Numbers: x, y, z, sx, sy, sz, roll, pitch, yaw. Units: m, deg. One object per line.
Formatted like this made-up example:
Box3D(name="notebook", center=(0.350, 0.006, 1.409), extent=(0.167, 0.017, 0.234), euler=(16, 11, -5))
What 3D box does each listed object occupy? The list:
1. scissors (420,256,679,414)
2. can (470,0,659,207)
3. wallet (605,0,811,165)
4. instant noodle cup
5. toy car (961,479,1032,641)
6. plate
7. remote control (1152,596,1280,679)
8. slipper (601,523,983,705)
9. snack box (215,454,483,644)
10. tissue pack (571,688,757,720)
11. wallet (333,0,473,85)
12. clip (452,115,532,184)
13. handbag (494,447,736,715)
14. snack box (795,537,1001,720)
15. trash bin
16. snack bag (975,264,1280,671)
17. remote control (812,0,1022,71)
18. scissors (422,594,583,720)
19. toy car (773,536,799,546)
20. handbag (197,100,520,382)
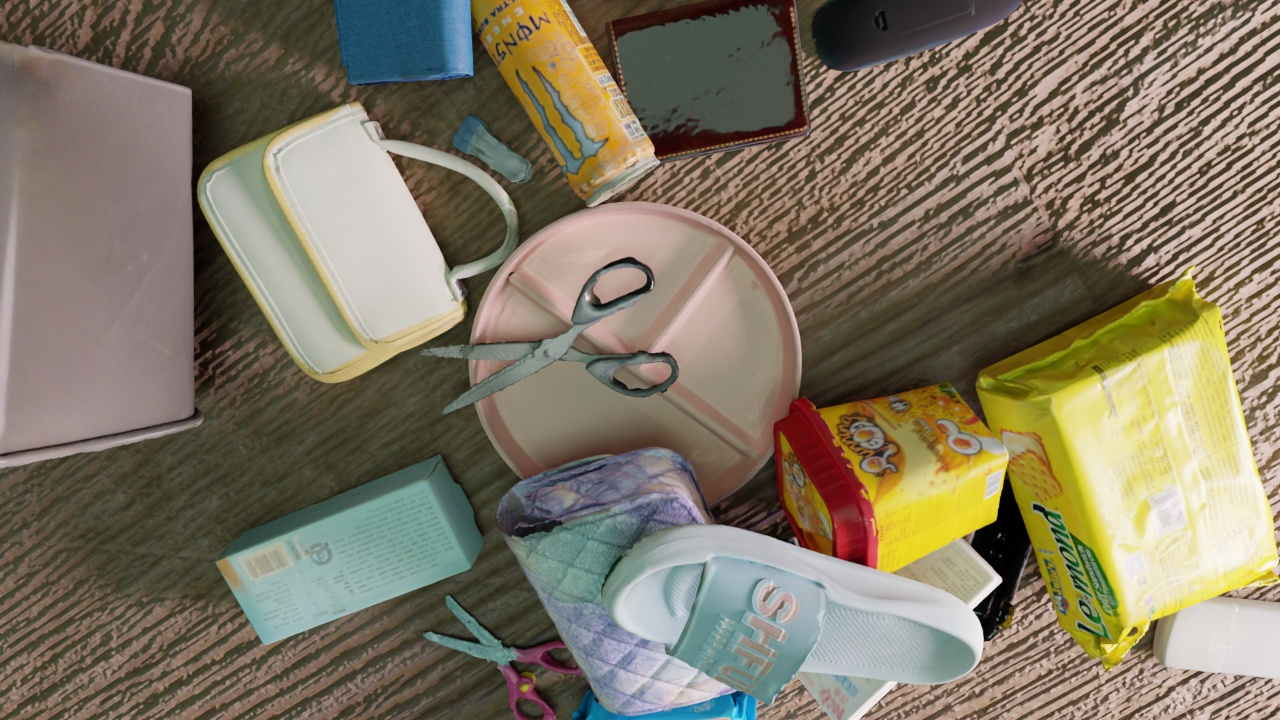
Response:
Box3D(name="scissors", center=(-0.055, -0.008, 0.619), extent=(0.159, 0.014, 0.174), euler=(30, 105, -5))
Box3D(name="can", center=(-0.049, -0.172, 0.572), extent=(0.058, 0.058, 0.146), euler=(-31, 96, 8))
Box3D(name="wallet", center=(0.045, -0.182, 0.596), extent=(0.122, 0.020, 0.096), euler=(-11, 110, 2))
Box3D(name="instant noodle cup", center=(0.165, 0.079, 0.612), extent=(0.123, 0.116, 0.116), euler=(-18, 133, -7))
Box3D(name="toy car", center=(0.253, 0.146, 0.673), extent=(0.056, 0.037, 0.122), euler=(19, 92, -10))
Box3D(name="plate", center=(-0.004, 0.004, 0.641), extent=(0.229, 0.028, 0.230), euler=(0, 105, 0))
Box3D(name="remote control", center=(0.467, 0.209, 0.693), extent=(0.150, 0.021, 0.058), euler=(6, 105, -1))
Box3D(name="slipper", center=(0.093, 0.167, 0.555), extent=(0.245, 0.074, 0.104), euler=(14, 134, -10))
Box3D(name="snack box", center=(-0.209, 0.138, 0.667), extent=(0.175, 0.051, 0.074), euler=(-21, 105, 7))
Box3D(name="tissue pack", center=(0.021, 0.295, 0.700), extent=(0.140, 0.063, 0.090), euler=(-5, 105, 2))
Box3D(name="wallet", center=(-0.145, -0.236, 0.554), extent=(0.106, 0.040, 0.133), euler=(7, 104, 32))
Box3D(name="clip", center=(-0.098, -0.138, 0.610), extent=(0.057, 0.029, 0.024), euler=(37, 100, -1))
Box3D(name="handbag", center=(-0.002, 0.156, 0.639), extent=(0.134, 0.075, 0.194), euler=(-17, 118, 8))
Box3D(name="snack box", center=(0.172, 0.180, 0.662), extent=(0.157, 0.026, 0.084), euler=(-50, 58, 13))
Box3D(name="trash bin", center=(-0.380, -0.072, 0.539), extent=(0.199, 0.198, 0.220), euler=(11, 98, 15))
Box3D(name="snack bag", center=(0.339, 0.078, 0.624), extent=(0.158, 0.068, 0.246), euler=(-25, 103, -4))
Box3D(name="remote control", center=(0.178, -0.223, 0.580), extent=(0.136, 0.024, 0.053), euler=(-18, 105, 6))
Box3D(name="scissors", center=(-0.100, 0.224, 0.709), extent=(0.105, 0.017, 0.136), euler=(-39, 98, 11))
Box3D(name="toy car", center=(0.107, 0.174, 0.667), extent=(0.042, 0.035, 0.090), euler=(-16, 82, 33))
Box3D(name="handbag", center=(-0.175, -0.087, 0.606), extent=(0.179, 0.063, 0.163), euler=(-25, 105, 3))
